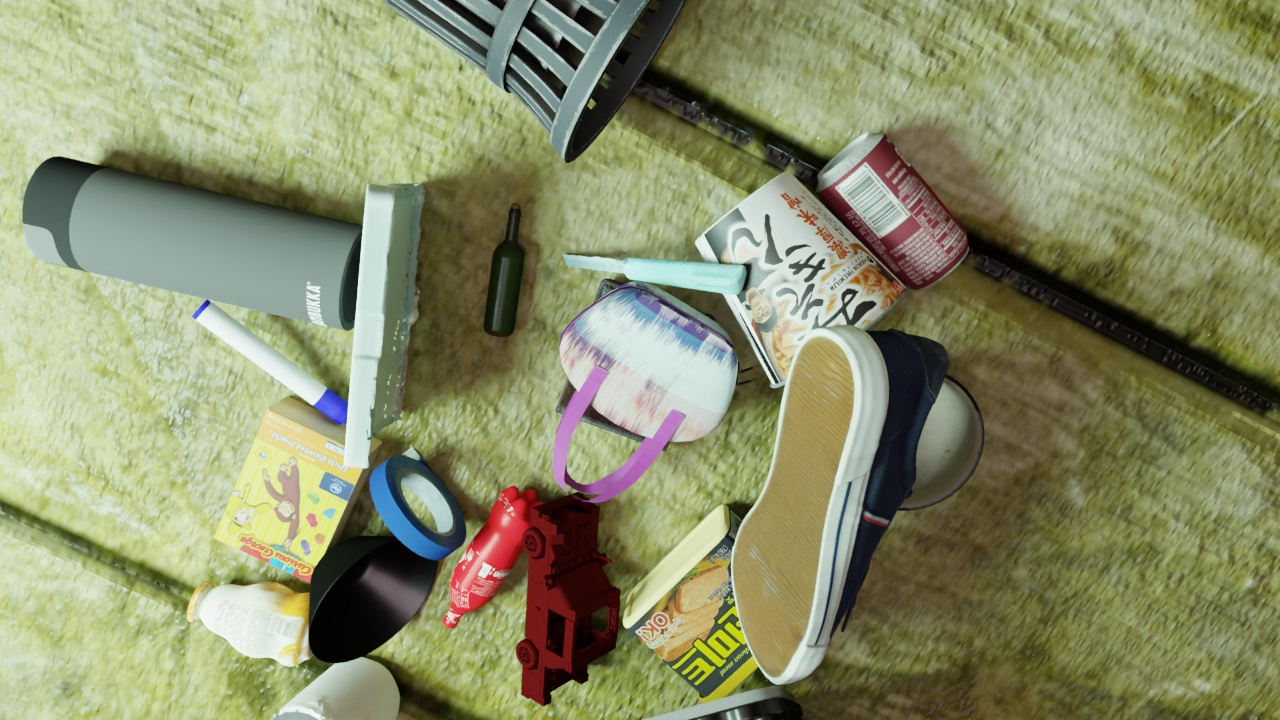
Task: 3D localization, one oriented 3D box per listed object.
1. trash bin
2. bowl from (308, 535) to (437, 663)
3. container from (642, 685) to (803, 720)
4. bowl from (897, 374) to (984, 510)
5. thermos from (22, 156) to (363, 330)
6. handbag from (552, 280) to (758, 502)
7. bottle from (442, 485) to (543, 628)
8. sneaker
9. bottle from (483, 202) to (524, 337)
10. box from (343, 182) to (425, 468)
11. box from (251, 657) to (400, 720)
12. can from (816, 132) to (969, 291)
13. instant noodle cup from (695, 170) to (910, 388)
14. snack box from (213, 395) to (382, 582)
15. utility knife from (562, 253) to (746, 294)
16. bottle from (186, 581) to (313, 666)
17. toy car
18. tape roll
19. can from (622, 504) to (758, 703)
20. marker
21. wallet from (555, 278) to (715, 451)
[{"bbox_3d":[-0.097,-0.268,0.613,0.227,0.164,0.164,35,102,-2],"label":"trash bin"},{"bbox_3d":[-0.236,0.185,0.768,0.052,0.123,0.124,33,105,29],"label":"bowl"},{"bbox_3d":[0.042,0.400,0.684,0.246,0.247,0.243,-18,65,6],"label":"container"},{"bbox_3d":[0.204,0.054,0.726,0.115,0.059,0.115,1,104,2],"label":"bowl"},{"bbox_3d":[-0.333,-0.089,0.702,0.240,0.082,0.082,13,104,-1],"label":"thermos"},{"bbox_3d":[-0.008,0.033,0.703,0.144,0.068,0.170,30,102,-8],"label":"handbag"},{"bbox_3d":[-0.129,0.170,0.777,0.042,0.042,0.142,31,104,-5],"label":"bottle"},{"bbox_3d":[0.147,0.104,0.647,0.127,0.120,0.295,-3,122,-24],"label":"sneaker"},{"bbox_3d":[-0.106,-0.071,0.726,0.025,0.025,0.106,10,104,0],"label":"bottle"},{"bbox_3d":[-0.194,-0.032,0.682,0.043,0.136,0.197,9,104,-6],"label":"box"},{"bbox_3d":[-0.274,0.313,0.761,0.092,0.160,0.081,5,99,12],"label":"box"},{"bbox_3d":[0.188,-0.111,0.684,0.063,0.063,0.114,-42,99,11],"label":"can"},{"bbox_3d":[0.111,-0.065,0.678,0.124,0.123,0.122,-37,90,10],"label":"instant noodle cup"},{"bbox_3d":[-0.286,0.108,0.770,0.088,0.040,0.126,26,103,-4],"label":"snack box"},{"bbox_3d":[0.004,-0.068,0.684,0.169,0.015,0.022,10,113,35],"label":"utility knife"},{"bbox_3d":[-0.329,0.221,0.788,0.109,0.063,0.063,16,104,-1],"label":"bottle"},{"bbox_3d":[-0.059,0.201,0.760,0.062,0.070,0.170,15,107,37],"label":"toy car"},{"bbox_3d":[-0.178,0.118,0.741,0.016,0.093,0.091,-37,94,10],"label":"tape roll"},{"bbox_3d":[0.064,0.201,0.763,0.101,0.072,0.131,43,102,-5],"label":"can"},{"bbox_3d":[-0.294,0.003,0.739,0.141,0.020,0.020,41,102,-20],"label":"marker"},{"bbox_3d":[-0.004,0.004,0.739,0.099,0.031,0.120,20,103,-6],"label":"wallet"}]
